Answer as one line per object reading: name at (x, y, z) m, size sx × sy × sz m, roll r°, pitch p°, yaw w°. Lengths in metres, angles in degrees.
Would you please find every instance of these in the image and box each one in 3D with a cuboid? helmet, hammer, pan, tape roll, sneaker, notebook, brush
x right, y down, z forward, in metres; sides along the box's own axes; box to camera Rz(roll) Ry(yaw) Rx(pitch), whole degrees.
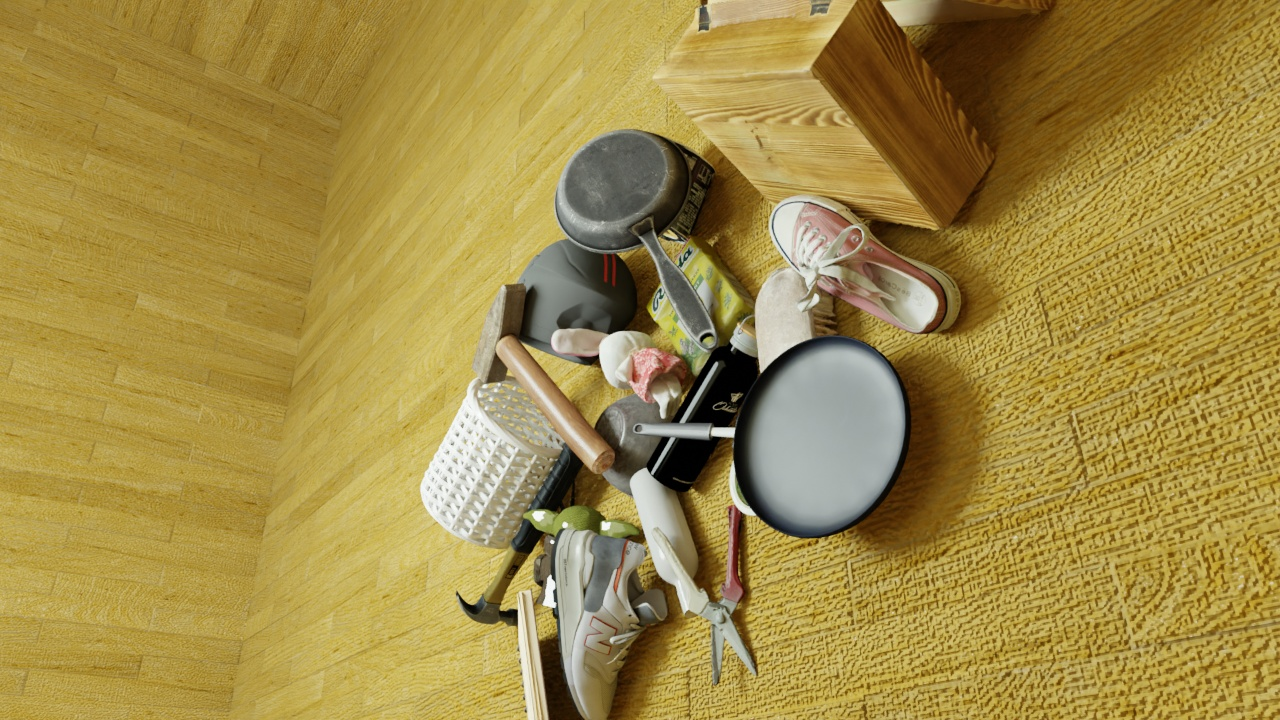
helmet at (-0.097, -0.094, 1.343) m, size 0.265 × 0.164 × 0.170 m, roll 9°, pitch 76°, yaw 66°
hammer at (-0.157, 0.245, 1.299) m, size 0.334 × 0.117 × 0.025 m, roll -61°, pitch 35°, yaw 18°
pan at (0.008, -0.158, 1.154) m, size 0.187 × 0.055 × 0.356 m, roll -30°, pitch 61°, yaw 3°
tape roll at (0.135, 0.126, 1.012) m, size 0.094 × 0.018 × 0.093 m, roll -31°, pitch 50°, yaw 46°
sneaker at (-0.029, 0.315, 1.095) m, size 0.124 × 0.088 × 0.240 m, roll -9°, pitch 94°, yaw 18°
sneaker at (0.200, -0.094, 0.912) m, size 0.241 × 0.087 × 0.118 m, roll 41°, pitch 129°, yaw 42°
notebook at (-0.138, 0.435, 1.190) m, size 0.168 × 0.024 × 0.225 m, roll 98°, pitch 163°, yaw -48°
hammer at (-0.126, 0.037, 1.226) m, size 0.301 × 0.037 × 0.158 m, roll 47°, pitch 130°, yaw 33°
pan at (0.117, 0.075, 0.941) m, size 0.357 × 0.021 × 0.198 m, roll -2°, pitch 71°, yaw 47°
brush at (0.171, 0.021, 0.973) m, size 0.083 × 0.056 × 0.270 m, roll -32°, pitch 50°, yaw 40°

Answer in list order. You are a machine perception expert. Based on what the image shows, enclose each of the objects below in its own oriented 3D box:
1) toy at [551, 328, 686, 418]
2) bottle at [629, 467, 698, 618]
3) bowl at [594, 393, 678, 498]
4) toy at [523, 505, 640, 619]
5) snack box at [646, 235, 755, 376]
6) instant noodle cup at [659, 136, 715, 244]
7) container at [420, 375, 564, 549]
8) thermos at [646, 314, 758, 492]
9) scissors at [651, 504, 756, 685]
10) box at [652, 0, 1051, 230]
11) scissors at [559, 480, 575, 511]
toy at (-0.007, 0.007, 1.189) m, size 0.194 × 0.158 × 0.084 m, roll 36°, pitch 112°, yaw 43°
bottle at (0.035, 0.215, 1.086) m, size 0.053 × 0.052 × 0.195 m, roll -52°, pitch 37°, yaw 28°
bowl at (-0.016, 0.105, 1.208) m, size 0.145 × 0.067 × 0.144 m, roll -32°, pitch 48°, yaw 45°
toy at (-0.084, 0.268, 1.208) m, size 0.180 × 0.078 × 0.152 m, roll 2°, pitch 78°, yaw 30°
snack box at (0.076, -0.067, 1.176) m, size 0.121 × 0.045 × 0.180 m, roll -58°, pitch 34°, yaw 21°
instant noodle cup at (0.034, -0.237, 1.263) m, size 0.112 × 0.137 × 0.137 m, roll -61°, pitch 32°, yaw 1°
container at (-0.203, 0.148, 1.359) m, size 0.187 × 0.189 × 0.189 m, roll -59°, pitch 34°, yaw 20°
thermos at (0.087, 0.046, 1.085) m, size 0.232 × 0.061 × 0.061 m, roll -61°, pitch 33°, yaw 16°
scissors at (0.076, 0.244, 1.007) m, size 0.179 × 0.015 × 0.194 m, roll 21°, pitch 72°, yaw 27°
box at (0.205, -0.324, 0.927) m, size 0.263 × 0.269 × 0.279 m, roll -56°, pitch 32°, yaw -3°
scissors at (-0.100, 0.255, 1.309) m, size 0.158 × 0.012 × 0.168 m, roll 18°, pitch 89°, yaw 56°
